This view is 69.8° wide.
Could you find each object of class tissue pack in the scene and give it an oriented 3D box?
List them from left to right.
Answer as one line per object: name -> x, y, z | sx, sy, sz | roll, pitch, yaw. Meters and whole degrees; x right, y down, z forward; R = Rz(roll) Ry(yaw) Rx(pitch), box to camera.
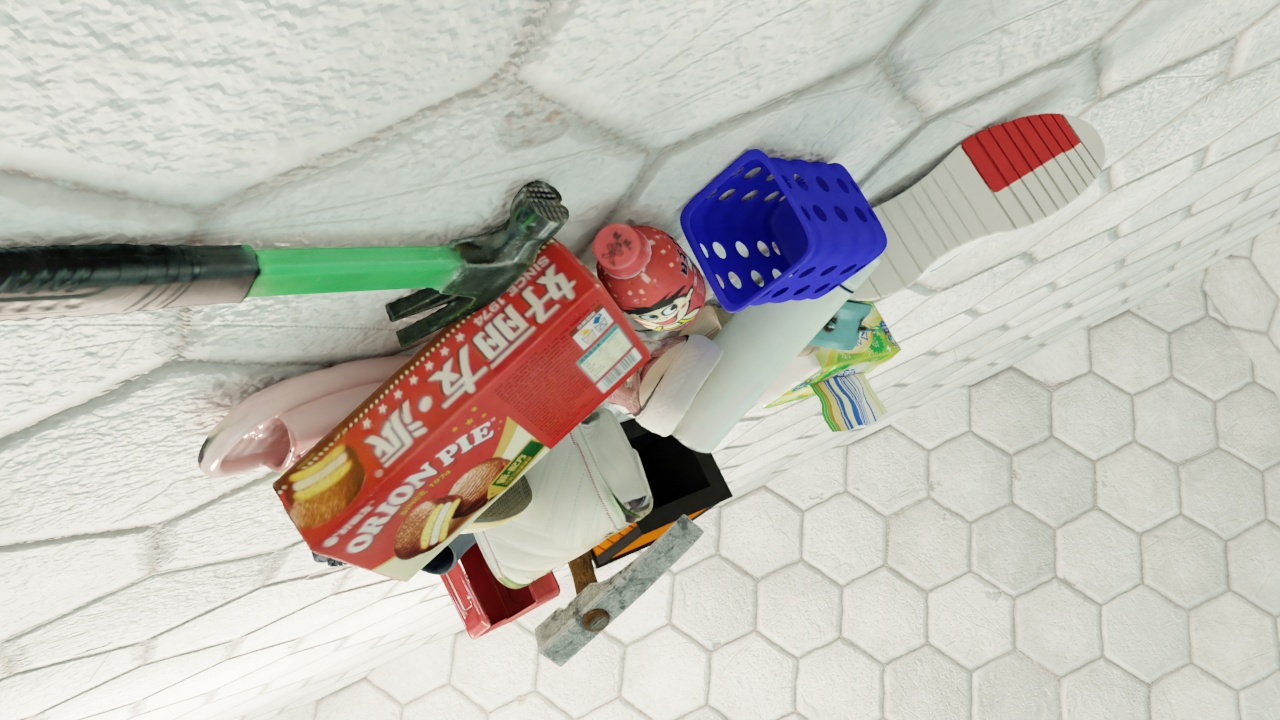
tissue pack -> 0.230, 0.018, 1.099 | 0.197, 0.141, 0.121 | -13, 160, -40

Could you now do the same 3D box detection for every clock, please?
clock -> 0.158, -0.046, 0.865 | 0.090, 0.053, 0.124 | 6, -171, -34

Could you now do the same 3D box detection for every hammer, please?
hammer -> -0.187, -0.040, 0.439 | 0.317, 0.032, 0.131 | -9, 158, -46
hammer -> -0.052, 0.190, 1.097 | 0.218, 0.037, 0.300 | -43, -153, 8

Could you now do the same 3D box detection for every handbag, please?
handbag -> -0.093, 0.155, 1.033 | 0.199, 0.142, 0.096 | -32, 166, 25
handbag -> 0.062, 0.007, 0.969 | 0.198, 0.062, 0.175 | -31, 166, 35

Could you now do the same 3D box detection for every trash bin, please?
trash bin -> -0.001, 0.168, 1.223 | 0.139, 0.139, 0.172 | -17, 163, -30

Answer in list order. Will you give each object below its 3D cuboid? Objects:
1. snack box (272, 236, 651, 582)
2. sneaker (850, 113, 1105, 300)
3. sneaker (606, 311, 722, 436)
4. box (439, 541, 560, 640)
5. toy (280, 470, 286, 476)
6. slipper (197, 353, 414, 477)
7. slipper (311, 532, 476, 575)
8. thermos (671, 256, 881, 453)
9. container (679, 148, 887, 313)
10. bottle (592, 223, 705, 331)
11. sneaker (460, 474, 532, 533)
snack box -> -0.110, 0.037, 0.601 | 0.236, 0.060, 0.113 | -43, 151, -3
sneaker -> 0.284, -0.131, 0.815 | 0.237, 0.090, 0.104 | -33, 172, 20
sneaker -> -0.005, 0.005, 0.777 | 0.118, 0.088, 0.241 | -56, -170, -9
box -> -0.201, 0.278, 1.243 | 0.127, 0.157, 0.137 | -21, 166, -34
toy -> -0.208, 0.083, 0.760 | 0.170, 0.064, 0.155 | -3, 166, -43
slipper -> -0.195, 0.039, 0.642 | 0.221, 0.055, 0.107 | -17, 164, -40
slipper -> -0.249, 0.210, 1.074 | 0.262, 0.082, 0.101 | -8, 155, -48
thermos -> 0.108, -0.022, 0.794 | 0.230, 0.068, 0.067 | -51, 157, 18
container -> 0.103, -0.090, 0.643 | 0.113, 0.085, 0.085 | -10, 159, -50
bottle -> 0.003, -0.060, 0.624 | 0.062, 0.062, 0.137 | -29, 165, 10
sneaker -> -0.215, 0.152, 0.913 | 0.241, 0.089, 0.103 | 1, 141, -51
